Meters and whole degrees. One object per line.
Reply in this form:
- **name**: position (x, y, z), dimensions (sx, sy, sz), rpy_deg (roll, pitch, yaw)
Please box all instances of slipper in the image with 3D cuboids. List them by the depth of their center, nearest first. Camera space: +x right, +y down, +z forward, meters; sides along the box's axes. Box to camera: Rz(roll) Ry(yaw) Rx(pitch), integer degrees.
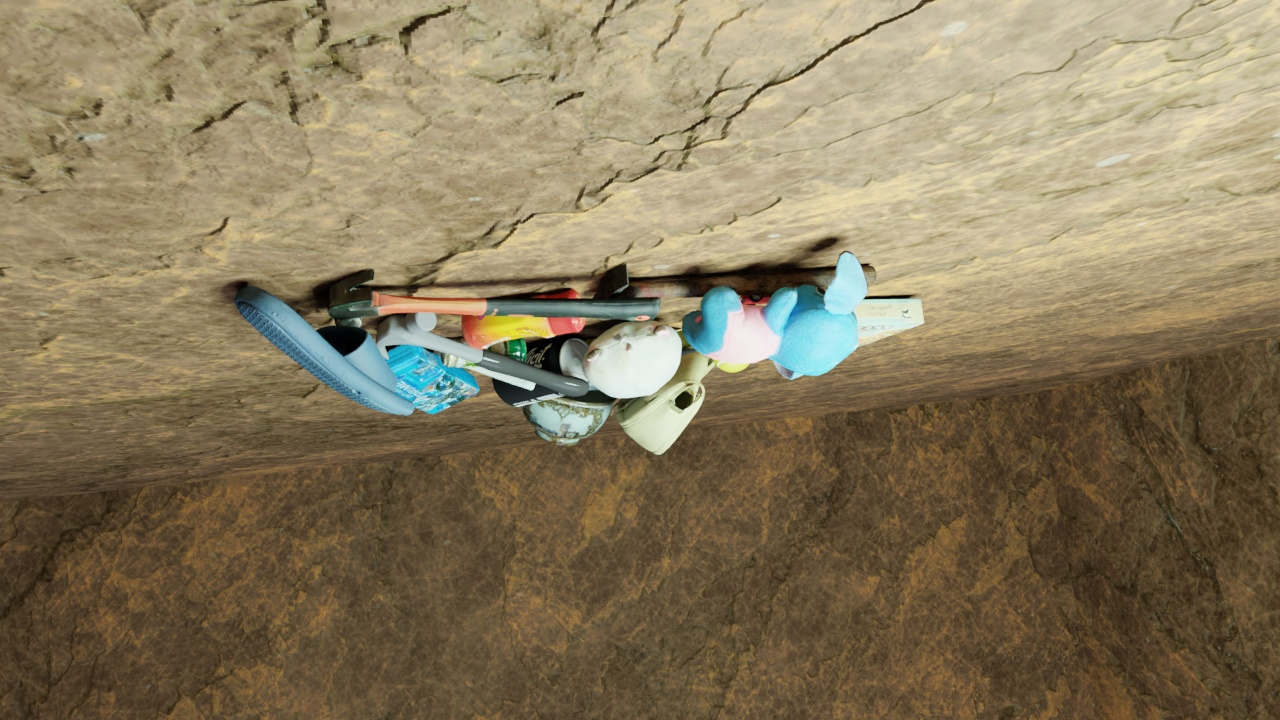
- **slipper**: position (-0.308, -0.012, 0.914), dimensions (0.104, 0.059, 0.214), rpy_deg (10, 153, 42)

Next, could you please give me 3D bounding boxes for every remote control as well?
- **remote control**: position (-0.208, 0.009, 1.256), dimensions (0.133, 0.022, 0.050), rpy_deg (19, 176, 3)

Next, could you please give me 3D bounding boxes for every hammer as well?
- **hammer**: position (-0.144, -0.056, 0.934), dimensions (0.333, 0.033, 0.133), rpy_deg (0, 167, -13)
- **hammer**: position (0.116, -0.086, 1.029), dimensions (0.330, 0.033, 0.120), rpy_deg (-5, 170, -15)
- **hammer**: position (-0.187, 0.002, 1.145), dimensions (0.125, 0.029, 0.310), rpy_deg (-15, 155, 41)

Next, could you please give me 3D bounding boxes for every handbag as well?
- **handbag**: position (0.088, -0.042, 1.304), dimensions (0.178, 0.027, 0.084), rpy_deg (-15, 170, 35)
- **handbag**: position (0.038, 0.055, 1.426), dimensions (0.191, 0.088, 0.232), rpy_deg (-47, -174, 23)

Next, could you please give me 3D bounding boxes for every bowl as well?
- **bowl**: position (-0.126, 0.082, 1.482), dimensions (0.160, 0.094, 0.159), rpy_deg (14, -167, -4)

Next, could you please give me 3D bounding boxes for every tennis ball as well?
- **tennis ball**: position (0.138, -0.015, 1.381), dimensions (0.065, 0.065, 0.065), rpy_deg (-7, 171, -1)

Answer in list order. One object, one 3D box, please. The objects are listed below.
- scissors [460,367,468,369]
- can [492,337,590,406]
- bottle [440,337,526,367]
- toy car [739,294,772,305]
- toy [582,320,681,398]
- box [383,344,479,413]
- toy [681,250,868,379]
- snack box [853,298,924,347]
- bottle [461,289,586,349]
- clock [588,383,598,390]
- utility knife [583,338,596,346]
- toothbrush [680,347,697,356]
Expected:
- **scissors**: position (-0.292, 0.009, 1.375), dimensions (0.126, 0.011, 0.123), rpy_deg (-2, 170, -24)
- **can**: position (-0.140, 0.017, 1.317), dimensions (0.146, 0.080, 0.080), rpy_deg (-14, 169, 39)
- **bottle**: position (-0.208, -0.012, 1.216), dimensions (0.109, 0.042, 0.043), rpy_deg (-1, 170, -23)
- **toy car**: position (0.163, -0.081, 1.112), dimensions (0.089, 0.025, 0.038), rpy_deg (-5, 171, -8)
- **toy**: position (-0.008, 0.007, 1.261), dimensions (0.139, 0.101, 0.180), rpy_deg (-21, 164, -3)
- **box**: position (-0.347, 0.035, 1.299), dimensions (0.176, 0.059, 0.243), rpy_deg (-7, 167, 8)
- **toy**: position (0.150, -0.041, 1.009), dimensions (0.191, 0.098, 0.224), rpy_deg (4, 157, -8)
- **snack box**: position (0.296, -0.051, 1.346), dimensions (0.141, 0.044, 0.194), rpy_deg (-2, 171, -21)
- **bottle**: position (-0.129, -0.046, 1.030), dimensions (0.134, 0.048, 0.071), rpy_deg (-9, 171, 11)
- **clock**: position (-0.045, 0.006, 1.396), dimensions (0.116, 0.058, 0.158), rpy_deg (-3, 170, -27)
- **utility knife**: position (-0.125, -0.003, 1.369), dimensions (0.175, 0.028, 0.020), rpy_deg (-15, 164, 41)
- **toothbrush**: position (0.028, -0.003, 1.340), dimensions (0.188, 0.014, 0.017), rpy_deg (-14, 177, -5)
